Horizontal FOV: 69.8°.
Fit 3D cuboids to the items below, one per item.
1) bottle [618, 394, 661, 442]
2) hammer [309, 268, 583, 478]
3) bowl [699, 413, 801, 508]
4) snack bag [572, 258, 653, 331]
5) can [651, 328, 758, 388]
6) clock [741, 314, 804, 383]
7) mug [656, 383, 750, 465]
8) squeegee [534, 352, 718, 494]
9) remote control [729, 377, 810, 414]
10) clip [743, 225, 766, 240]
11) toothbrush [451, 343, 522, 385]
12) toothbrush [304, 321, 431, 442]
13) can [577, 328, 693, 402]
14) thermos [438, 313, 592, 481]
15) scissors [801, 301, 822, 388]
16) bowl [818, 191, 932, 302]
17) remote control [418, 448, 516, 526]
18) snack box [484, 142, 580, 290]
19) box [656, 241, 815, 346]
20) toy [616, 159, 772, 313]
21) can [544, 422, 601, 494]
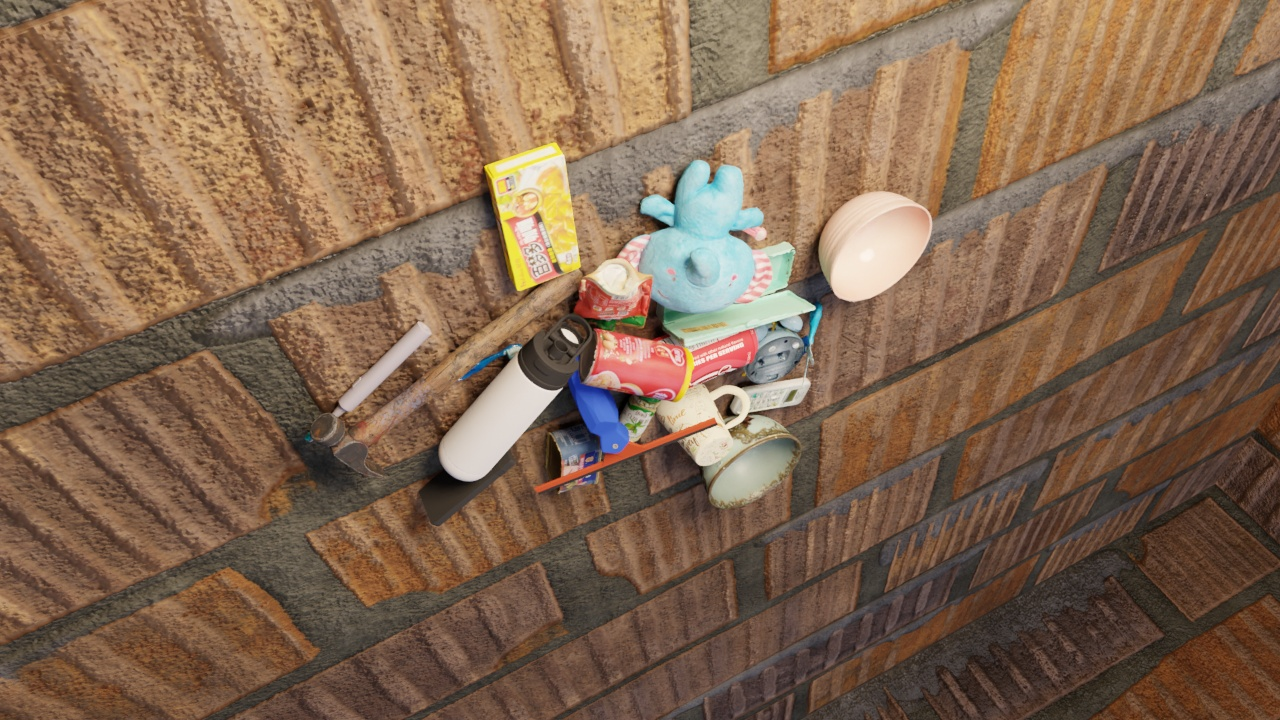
[{"bbox_3d":[0.000,0.063,1.229,0.042,0.042,0.110,-1,134,-36],"label":"bottle"},{"bbox_3d":[-0.194,0.006,1.007,0.330,0.033,0.120,-37,146,-3],"label":"hammer"},{"bbox_3d":[0.150,0.136,1.378,0.159,0.094,0.160,-20,142,-17],"label":"bowl"},{"bbox_3d":[-0.033,-0.059,1.035,0.087,0.044,0.155,4,156,-6],"label":"snack bag"},{"bbox_3d":[0.075,-0.010,1.171,0.142,0.074,0.074,-22,142,-15],"label":"can"},{"bbox_3d":[0.175,-0.025,1.246,0.088,0.051,0.125,-15,138,-17],"label":"clock"},{"bbox_3d":[0.097,0.080,1.271,0.122,0.097,0.081,-31,144,-3],"label":"mug"},{"bbox_3d":[-0.052,0.057,1.124,0.249,0.055,0.185,-22,113,8],"label":"squeegee"},{"bbox_3d":[0.194,0.051,1.373,0.133,0.022,0.050,-7,136,-31],"label":"remote control"},{"bbox_3d":[0.123,-0.163,1.083,0.060,0.043,0.023,28,113,-20],"label":"clip"},{"bbox_3d":[-0.195,0.010,1.043,0.132,0.016,0.021,-23,131,-15],"label":"toothbrush"},{"bbox_3d":[-0.296,0.027,0.986,0.188,0.018,0.019,-42,145,12],"label":"toothbrush"},{"bbox_3d":[-0.006,0.006,1.070,0.124,0.066,0.067,12,127,-20],"label":"can"},{"bbox_3d":[-0.146,0.045,1.066,0.231,0.068,0.101,-46,-175,33],"label":"thermos"},{"bbox_3d":[0.232,-0.014,1.272,0.014,0.129,0.117,12,158,-3],"label":"scissors"},{"bbox_3d":[0.283,-0.155,1.160,0.152,0.076,0.153,-21,142,-18],"label":"bowl"},{"bbox_3d":[-0.218,0.146,1.148,0.133,0.058,0.013,-39,143,10],"label":"remote control"},{"bbox_3d":[-0.106,-0.142,0.928,0.075,0.025,0.152,-22,142,-14],"label":"snack box"},{"bbox_3d":[0.121,-0.070,1.125,0.188,0.091,0.077,-16,142,-21],"label":"box"},{"bbox_3d":[0.068,-0.125,1.004,0.183,0.114,0.181,7,128,-8],"label":"toy"},{"bbox_3d":[-0.091,0.131,1.228,0.059,0.054,0.100,-15,140,-21],"label":"can"}]
